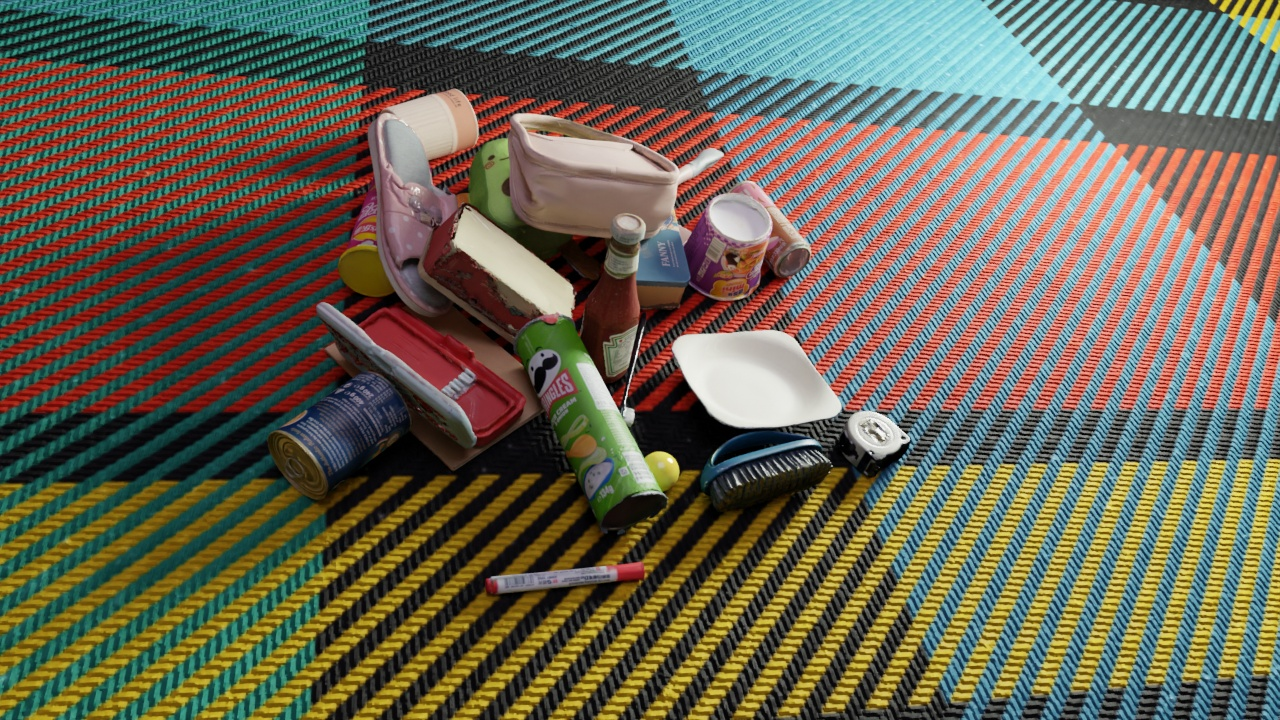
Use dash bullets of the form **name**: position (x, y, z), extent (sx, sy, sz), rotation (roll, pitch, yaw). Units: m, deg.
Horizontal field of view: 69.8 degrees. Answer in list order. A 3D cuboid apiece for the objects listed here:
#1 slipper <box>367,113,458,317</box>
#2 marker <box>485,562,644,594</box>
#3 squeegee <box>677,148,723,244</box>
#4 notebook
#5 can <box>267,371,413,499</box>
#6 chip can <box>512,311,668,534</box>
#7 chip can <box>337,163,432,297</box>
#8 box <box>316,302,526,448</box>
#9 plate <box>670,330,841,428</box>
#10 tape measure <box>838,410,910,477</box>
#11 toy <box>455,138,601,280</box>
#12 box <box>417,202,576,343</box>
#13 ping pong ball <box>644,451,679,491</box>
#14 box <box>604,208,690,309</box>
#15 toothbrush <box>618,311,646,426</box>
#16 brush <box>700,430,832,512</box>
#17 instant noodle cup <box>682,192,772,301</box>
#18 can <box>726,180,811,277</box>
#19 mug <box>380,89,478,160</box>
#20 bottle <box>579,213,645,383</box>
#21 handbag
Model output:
- **slipper**: position (-0.252, -0.174, 1.043), extent (0.114, 0.055, 0.274), rotation (25, 43, -53)
- **marker**: position (-0.067, 0.197, 0.831), extent (0.145, 0.017, 0.017), rotation (-2, 47, -16)
- **squeegee**: position (0.060, -0.258, 1.302), extent (0.248, 0.040, 0.248), rotation (29, 45, 15)
- **notebook**: position (-0.212, 0.014, 0.981), extent (0.211, 0.012, 0.149), rotation (38, 50, 22)
- **can**: position (-0.280, 0.068, 0.863), extent (0.075, 0.075, 0.110), rotation (32, 47, 17)
- **chip can**: position (-0.054, 0.059, 0.921), extent (0.072, 0.072, 0.236), rotation (-13, 54, -25)
- **chip can**: position (-0.302, -0.170, 1.099), extent (0.071, 0.072, 0.210), rotation (7, 44, -7)
- **box**: position (-0.219, 0.001, 0.916), extent (0.201, 0.098, 0.118), rotation (34, 51, 19)
- **plate**: position (0.126, 0.028, 1.025), extent (0.163, 0.034, 0.164), rotation (-4, 39, -20)
- **tape measure**: position (0.253, 0.089, 1.007), extent (0.065, 0.034, 0.066), rotation (-26, 57, -36)
- **toy**: position (-0.148, -0.192, 1.147), extent (0.226, 0.090, 0.246), rotation (-8, 51, -25)
- **box**: position (-0.147, -0.090, 0.996), extent (0.168, 0.076, 0.091), rotation (37, 35, -29)
- **ping pong ball**: position (0.019, 0.112, 0.920), extent (0.040, 0.040, 0.040), rotation (7, 45, -7)
- **box**: position (0.005, -0.135, 1.144), extent (0.089, 0.061, 0.184), rotation (-1, 48, -15)
- **toothbrush**: position (-0.006, 0.006, 1.038), extent (0.018, 0.016, 0.180), rotation (16, 45, -7)
- **brush**: position (0.123, 0.107, 0.940), extent (0.143, 0.055, 0.073), rotation (-13, 51, -24)
- **instant noodle cup**: position (0.111, -0.148, 1.148), extent (0.111, 0.099, 0.111), rotation (7, 54, -10)
- **can**: position (0.169, -0.178, 1.234), extent (0.057, 0.058, 0.147), rotation (-12, 50, -24)
- **mug**: position (-0.296, -0.317, 1.249), extent (0.105, 0.082, 0.115), rotation (-27, 31, -33)
- **bottle**: position (-0.028, -0.063, 0.963), extent (0.059, 0.207, 0.059), rotation (6, 45, -7)
- **handbag**: position (-0.078, -0.245, 1.122), extent (0.193, 0.094, 0.234), rotation (1, 38, -28)
